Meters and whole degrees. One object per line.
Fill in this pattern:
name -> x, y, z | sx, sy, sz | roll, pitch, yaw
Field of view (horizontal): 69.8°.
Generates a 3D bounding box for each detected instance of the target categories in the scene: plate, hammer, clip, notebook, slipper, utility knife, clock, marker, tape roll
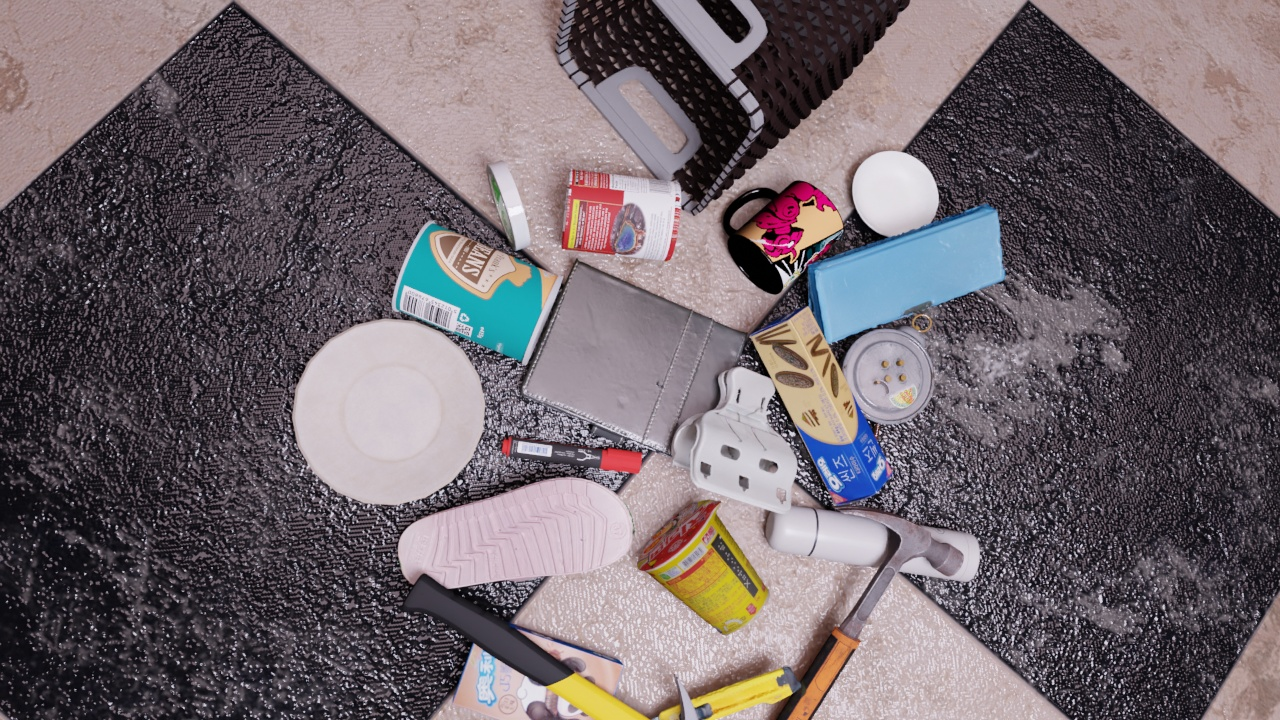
plate -> 0.290, -0.188, 1.062 | 0.104, 0.026, 0.104 | 2, 80, -9
hammer -> 0.188, 0.292, 0.933 | 0.138, 0.035, 0.314 | 33, 90, -6
clip -> 0.095, 0.085, 0.964 | 0.126, 0.099, 0.152 | 22, 49, -27
notebook -> -0.006, 0.006, 0.985 | 0.209, 0.029, 0.169 | 23, 78, -4
slipper -> -0.123, 0.176, 0.925 | 0.239, 0.064, 0.094 | -12, 80, 7
utility knife -> 0.056, 0.355, 0.921 | 0.217, 0.019, 0.030 | -23, 80, 8
clock -> 0.275, 0.008, 1.013 | 0.104, 0.056, 0.147 | 38, 80, -1
plate -> -0.255, 0.052, 0.941 | 0.188, 0.027, 0.188 | 1, 81, -8
hammer -> -0.084, 0.306, 0.889 | 0.323, 0.029, 0.127 | 34, 81, -1
marker -> -0.072, 0.098, 0.963 | 0.145, 0.021, 0.023 | 9, 117, -7
tape roll -> -0.138, -0.162, 0.959 | 0.018, 0.094, 0.094 | -19, 84, -12

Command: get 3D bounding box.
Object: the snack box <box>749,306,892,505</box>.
snack box -> 0.194, 0.048, 0.972 | 0.056, 0.057, 0.207 | -31, 94, -52

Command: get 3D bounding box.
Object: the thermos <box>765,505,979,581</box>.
thermos -> 0.245, 0.194, 0.979 | 0.224, 0.052, 0.052 | 10, 79, -7

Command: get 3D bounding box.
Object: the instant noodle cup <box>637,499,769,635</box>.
instant noodle cup -> 0.069, 0.217, 0.935 | 0.100, 0.100, 0.112 | -42, 99, -13

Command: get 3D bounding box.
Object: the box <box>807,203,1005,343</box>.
box -> 0.292, -0.099, 1.021 | 0.231, 0.054, 0.093 | -20, 111, -11

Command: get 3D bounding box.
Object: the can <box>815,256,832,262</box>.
can -> 0.239, -0.106, 1.038 | 0.080, 0.031, 0.031 | -12, 83, -10

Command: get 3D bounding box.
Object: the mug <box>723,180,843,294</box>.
mug -> 0.146, -0.145, 1.013 | 0.098, 0.082, 0.118 | -42, 61, -12

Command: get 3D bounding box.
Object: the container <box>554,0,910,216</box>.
container -> 0.093, -0.348, 0.950 | 0.243, 0.246, 0.247 | -40, 88, -16

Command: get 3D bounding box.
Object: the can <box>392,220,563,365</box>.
can -> -0.165, -0.068, 0.937 | 0.144, 0.099, 0.099 | 23, 78, -4

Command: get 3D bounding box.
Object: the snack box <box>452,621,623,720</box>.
snack box -> -0.101, 0.321, 0.917 | 0.151, 0.034, 0.087 | 20, 79, -4

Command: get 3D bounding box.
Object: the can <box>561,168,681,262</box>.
can -> -0.022, -0.154, 0.979 | 0.116, 0.087, 0.086 | 6, 80, -7
